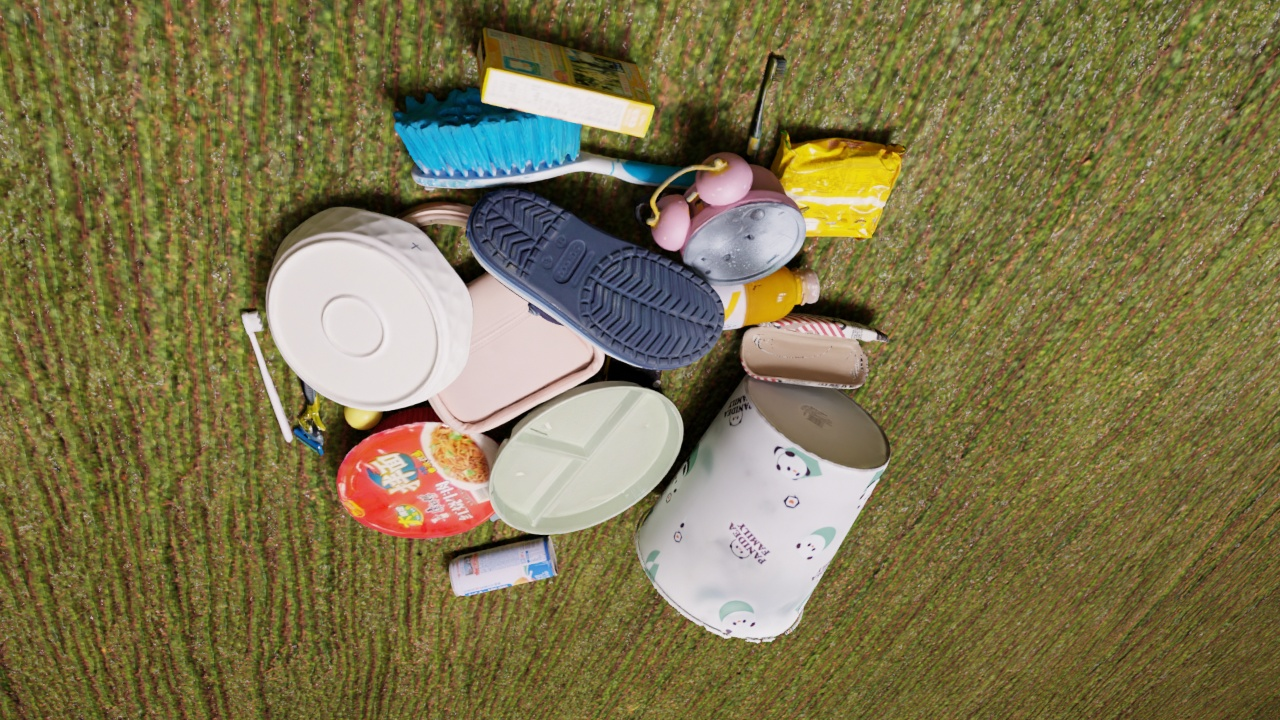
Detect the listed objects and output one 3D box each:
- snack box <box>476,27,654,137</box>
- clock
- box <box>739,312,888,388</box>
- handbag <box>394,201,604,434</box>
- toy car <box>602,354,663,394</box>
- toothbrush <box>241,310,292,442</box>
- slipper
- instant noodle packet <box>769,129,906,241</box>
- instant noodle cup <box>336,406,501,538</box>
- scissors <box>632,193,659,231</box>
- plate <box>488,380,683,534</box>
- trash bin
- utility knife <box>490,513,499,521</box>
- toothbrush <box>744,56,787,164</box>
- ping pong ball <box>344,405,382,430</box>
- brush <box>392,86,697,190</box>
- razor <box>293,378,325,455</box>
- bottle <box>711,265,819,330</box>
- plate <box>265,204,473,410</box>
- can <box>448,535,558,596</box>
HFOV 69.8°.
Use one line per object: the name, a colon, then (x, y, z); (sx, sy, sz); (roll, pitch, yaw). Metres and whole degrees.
snack box: (-0.064, -0.231, 0.762); (0.140, 0.086, 0.034); (6, 128, -18)
clock: (0.076, -0.132, 0.842); (0.158, 0.059, 0.117); (18, 137, -42)
box: (0.192, -0.009, 1.024); (0.162, 0.076, 0.087); (4, 102, -20)
handbag: (-0.163, -0.053, 0.912); (0.193, 0.093, 0.234); (-30, 122, 14)
toy car: (-0.006, 0.006, 1.014); (0.071, 0.041, 0.156); (-2, 133, -12)
toothbrush: (-0.385, 0.021, 0.960); (0.016, 0.016, 0.180); (-10, 132, -12)
slipper: (-0.047, -0.066, 0.846); (0.252, 0.095, 0.105); (28, 77, -12)
instant noodle packet: (0.181, -0.170, 0.901); (0.128, 0.044, 0.111); (3, 132, -12)
instant noodle cup: (-0.243, 0.120, 1.046); (0.194, 0.065, 0.194); (-6, 132, -7)
scissors: (0.057, -0.125, 0.909); (0.159, 0.014, 0.181); (4, 141, -25)
plate: (-0.061, 0.108, 1.018); (0.230, 0.027, 0.231); (-17, 138, -16)
trash bin: (0.147, 0.157, 1.074); (0.229, 0.229, 0.252); (14, 120, -23)
utility knife: (-0.104, 0.142, 1.130); (0.223, 0.013, 0.029); (-35, 121, 18)
toothbrush: (0.109, -0.201, 0.879); (0.017, 0.012, 0.186); (-7, 133, -21)
ping pong ball: (-0.299, 0.055, 0.991); (0.040, 0.040, 0.040); (-6, 132, -7)
brush: (-0.055, -0.191, 0.827); (0.314, 0.060, 0.110); (-7, 137, -10)
razor: (-0.354, 0.036, 0.977); (0.043, 0.022, 0.143); (27, 130, 22)
bottle: (0.091, -0.066, 0.943); (0.189, 0.068, 0.068); (-8, 132, -14)
plate: (-0.261, -0.039, 0.862); (0.205, 0.045, 0.205); (5, 118, 9)
can: (-0.179, 0.269, 1.200); (0.134, 0.053, 0.053); (-13, 132, -2)
